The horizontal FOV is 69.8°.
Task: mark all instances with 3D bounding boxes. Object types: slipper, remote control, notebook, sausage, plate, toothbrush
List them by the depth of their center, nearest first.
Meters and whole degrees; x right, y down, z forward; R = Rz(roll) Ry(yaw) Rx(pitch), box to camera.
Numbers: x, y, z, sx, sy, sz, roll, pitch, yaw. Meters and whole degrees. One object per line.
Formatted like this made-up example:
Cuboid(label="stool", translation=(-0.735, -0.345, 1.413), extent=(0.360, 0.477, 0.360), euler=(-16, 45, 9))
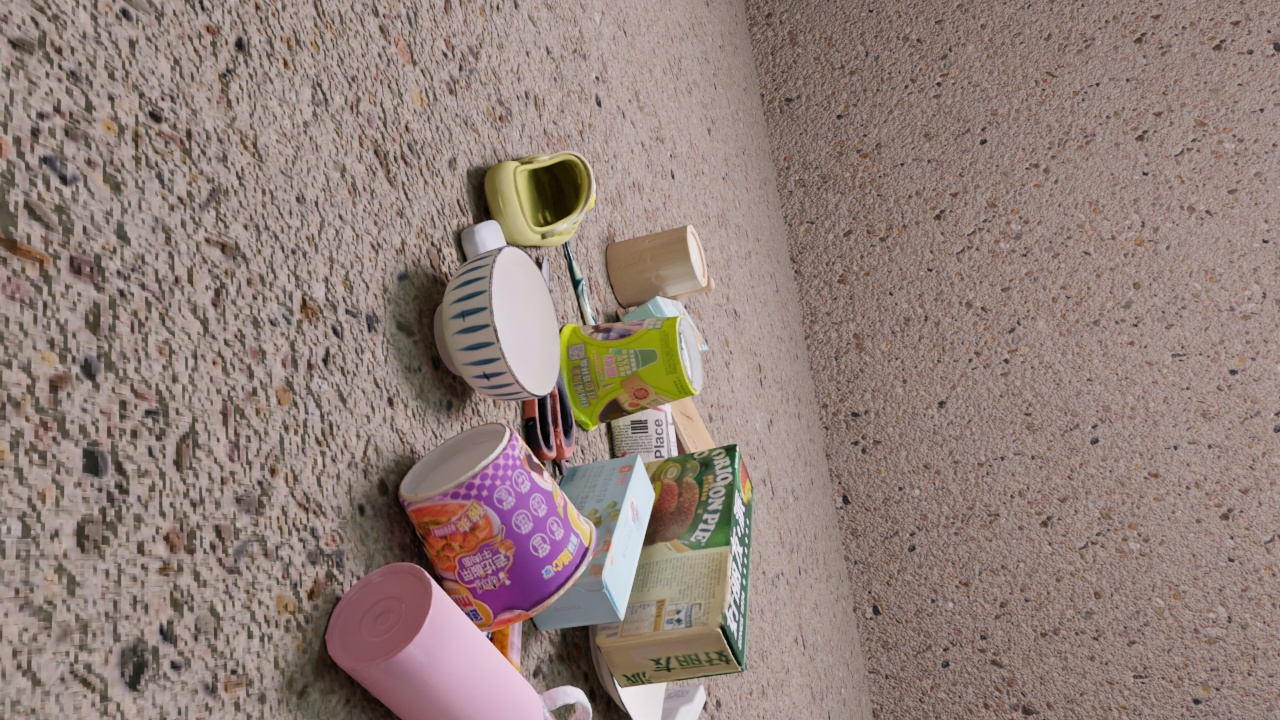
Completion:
Cuboid(label="sausage", translation=(-0.098, 0.166, 0.684), extent=(0.021, 0.021, 0.164), euler=(54, 29, -53))
Cuboid(label="remote control", translation=(-0.116, -0.050, 0.776), extent=(0.055, 0.020, 0.136), euler=(-55, 131, -69))
Cuboid(label="slipper", translation=(-0.080, -0.153, 0.862), extent=(0.190, 0.082, 0.091), euler=(-42, 121, -70))
Cuboid(label="plate", translation=(-0.013, 0.262, 0.872), extent=(0.164, 0.034, 0.164), euler=(-71, 145, -60))
Cuboid(label="remote control", translation=(0.029, 0.360, 0.915), extent=(0.124, 0.049, 0.024), euler=(-21, 95, -73))
Cuboid(label="toothbrush", translation=(-0.060, -0.077, 0.980), extent=(0.016, 0.018, 0.191), euler=(-45, 121, -70))
Cuboid(label="notebook", translation=(0.041, 0.041, 1.123), extent=(0.207, 0.008, 0.147), euler=(63, 13, 23))

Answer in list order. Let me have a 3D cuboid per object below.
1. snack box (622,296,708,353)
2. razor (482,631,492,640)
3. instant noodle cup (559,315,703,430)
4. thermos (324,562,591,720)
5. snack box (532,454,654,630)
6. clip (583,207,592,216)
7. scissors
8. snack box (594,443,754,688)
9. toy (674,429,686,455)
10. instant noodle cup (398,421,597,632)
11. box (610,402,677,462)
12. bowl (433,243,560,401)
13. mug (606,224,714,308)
Cuboid(label="snack box", translation=(0.034, -0.032, 1.125), extent=(0.074, 0.052, 0.174), euler=(60, 11, 5))
Cuboid(label="razor", translation=(-0.094, 0.150, 0.664), extent=(0.042, 0.022, 0.142), euler=(38, 46, -15))
Cuboid(label="instant noodle cup", translation=(-0.005, 0.005, 0.918), extent=(0.111, 0.124, 0.111), euler=(-11, 90, -73))
Cuboid(label="thermos", translation=(-0.098, 0.198, 0.556), extent=(0.067, 0.087, 0.199), euler=(53, -7, 51))
Cuboid(label="snack box", translation=(-0.041, 0.151, 0.787), extent=(0.174, 0.074, 0.052), euler=(-71, 144, -60))
Cuboid(label="clip", translation=(-0.068, -0.174, 1.026), extent=(0.058, 0.038, 0.026), euler=(-50, 125, -67))
Cuboid(label="scissors", translation=(-0.082, 0.002, 0.862), extent=(0.208, 0.015, 0.185), euler=(-70, 143, -60))
Cuboid(label="snack box", translation=(0.039, 0.179, 0.840), extent=(0.239, 0.115, 0.063), euler=(-76, 148, -57))
Cuboid(label="toy", translation=(0.050, 0.102, 1.164), extent=(0.121, 0.054, 0.159), euler=(46, 28, -55))
Cuboid(label="instant noodle cup", translation=(-0.097, 0.102, 0.599), extent=(0.099, 0.112, 0.111), euler=(64, 21, -20))
Cuboid(label="box", translation=(-0.002, 0.075, 1.005), extent=(0.087, 0.076, 0.163), euler=(11, 70, -50))
Cuboid(label="bowl", translation=(-0.113, -0.023, 0.691), extent=(0.116, 0.066, 0.116), euler=(-11, 90, -72))
Cuboid(label="mug", translation=(0.028, -0.107, 1.140), extent=(0.124, 0.104, 0.084), euler=(48, 34, -58))
